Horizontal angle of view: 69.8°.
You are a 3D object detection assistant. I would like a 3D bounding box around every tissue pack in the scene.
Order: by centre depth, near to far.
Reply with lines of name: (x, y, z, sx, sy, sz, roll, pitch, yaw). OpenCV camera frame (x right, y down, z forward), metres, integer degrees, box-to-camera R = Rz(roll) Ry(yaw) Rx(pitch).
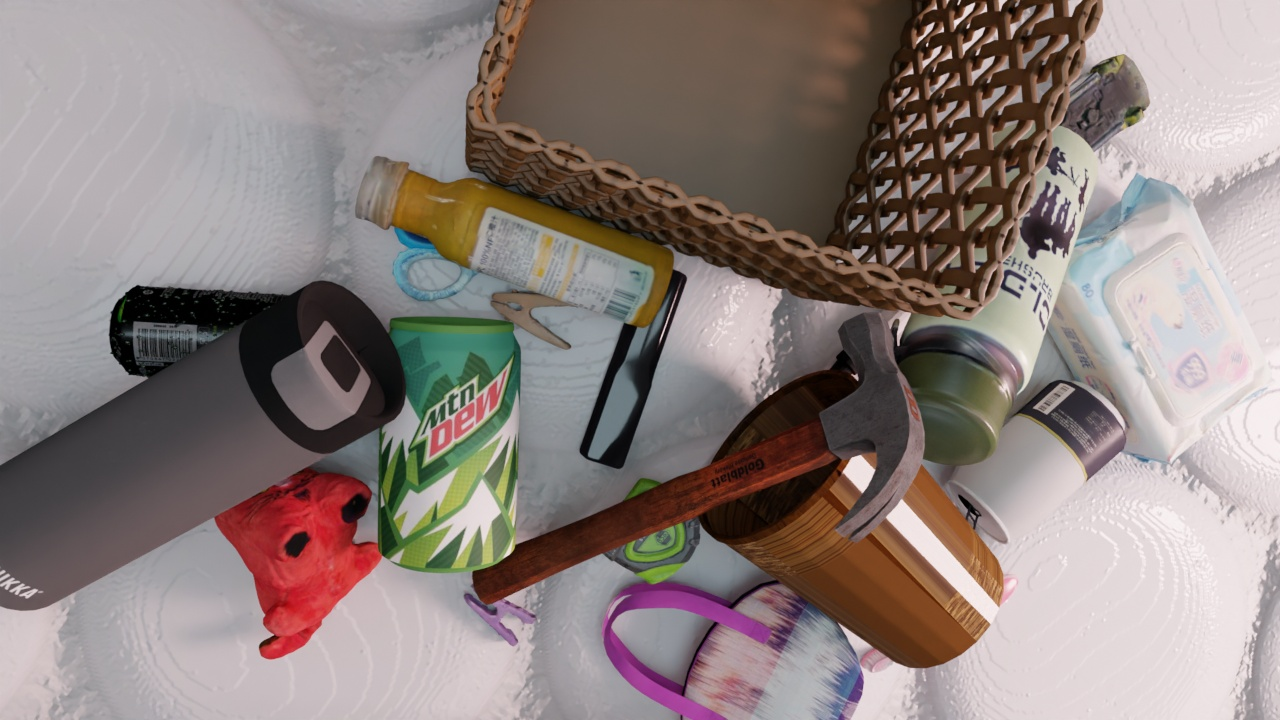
tissue pack: (0.354, -0.027, 0.641, 0.112, 0.070, 0.182, -33, 101, -5)

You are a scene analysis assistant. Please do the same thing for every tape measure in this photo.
tape measure: (0.009, 0.113, 0.612, 0.058, 0.036, 0.065, 40, 92, -3)

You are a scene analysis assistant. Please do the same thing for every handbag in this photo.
handbag: (0.054, 0.207, 0.623, 0.170, 0.068, 0.144, 26, 91, -6)

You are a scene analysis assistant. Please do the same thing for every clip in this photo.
clip: (-0.066, -0.025, 0.587, 0.060, 0.024, 0.039, 3, 93, -1)
clip: (-0.097, 0.173, 0.611, 0.052, 0.014, 0.041, 17, 96, -15)

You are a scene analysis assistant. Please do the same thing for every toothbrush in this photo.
toothbrush: (0.221, 0.192, 0.671, 0.135, 0.016, 0.021, -27, 101, -6)

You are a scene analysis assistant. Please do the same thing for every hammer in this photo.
hammer: (0.019, 0.084, 0.537, 0.301, 0.111, 0.028, -27, 144, 24)

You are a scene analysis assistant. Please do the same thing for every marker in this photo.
marker: (0.177, -0.031, 0.633, 0.145, 0.019, 0.019, -44, 102, -3)

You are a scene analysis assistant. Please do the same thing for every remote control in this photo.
remote control: (-0.004, 0.004, 0.605, 0.032, 0.015, 0.136, 19, 93, -12)

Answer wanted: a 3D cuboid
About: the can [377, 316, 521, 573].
can: (-0.115, 0.047, 0.555, 0.083, 0.083, 0.144, 1, 96, -11)

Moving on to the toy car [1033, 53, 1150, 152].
toy car: (0.303, -0.166, 0.633, 0.105, 0.033, 0.048, -37, 100, -10)

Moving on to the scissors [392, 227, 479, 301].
scissors: (-0.088, -0.067, 0.583, 0.135, 0.015, 0.066, 3, 92, -8)

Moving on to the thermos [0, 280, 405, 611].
thermos: (-0.249, 0.048, 0.497, 0.241, 0.082, 0.082, -28, 101, 11)

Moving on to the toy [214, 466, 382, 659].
toy: (-0.218, 0.118, 0.566, 0.094, 0.087, 0.133, 25, 117, 23)

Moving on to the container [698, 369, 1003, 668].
container: (0.142, 0.110, 0.594, 0.167, 0.132, 0.132, 43, 88, -18)

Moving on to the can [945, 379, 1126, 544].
can: (0.271, 0.074, 0.641, 0.127, 0.064, 0.064, -40, 102, -4)

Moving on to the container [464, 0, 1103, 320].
container: (0.059, -0.170, 0.494, 0.251, 0.214, 0.219, 19, 93, -12)

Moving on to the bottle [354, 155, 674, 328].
bottle: (-0.075, -0.073, 0.553, 0.186, 0.053, 0.053, 19, 93, -10)

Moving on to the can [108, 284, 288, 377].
can: (-0.232, -0.014, 0.541, 0.137, 0.054, 0.054, 3, 96, -11)

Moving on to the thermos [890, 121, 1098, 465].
thermos: (0.210, -0.044, 0.561, 0.082, 0.082, 0.230, 38, 62, -13)
